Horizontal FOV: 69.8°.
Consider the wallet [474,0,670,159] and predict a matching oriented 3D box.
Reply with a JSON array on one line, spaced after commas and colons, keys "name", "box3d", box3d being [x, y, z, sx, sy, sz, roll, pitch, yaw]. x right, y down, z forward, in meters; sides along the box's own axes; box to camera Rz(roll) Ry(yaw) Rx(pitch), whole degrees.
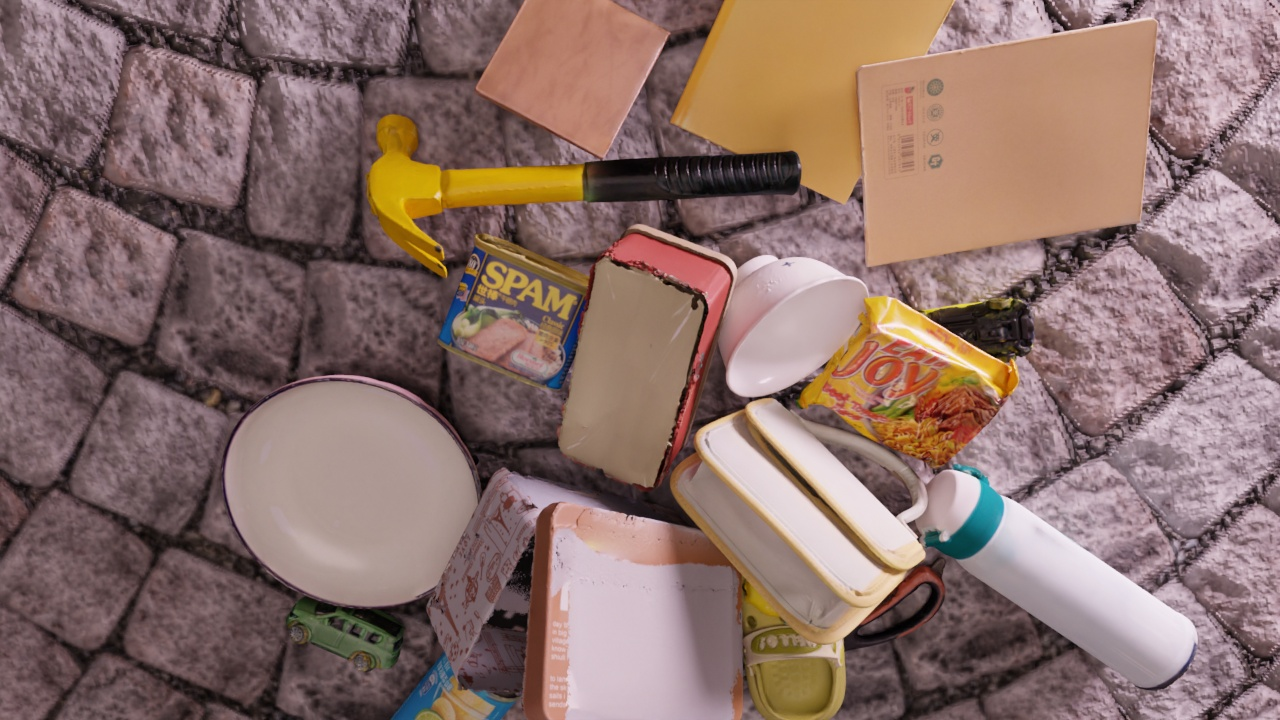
[{"name": "wallet", "box3d": [-0.046, -0.207, 0.637, 0.101, 0.020, 0.115, 28, 74, -5]}]

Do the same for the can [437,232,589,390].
[{"name": "can", "box3d": [-0.086, -0.034, 0.668, 0.102, 0.057, 0.083, 23, 100, -4]}]

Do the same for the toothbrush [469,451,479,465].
[{"name": "toothbrush", "box3d": [-0.218, 0.078, 0.708, 0.189, 0.016, 0.014, -2, 108, 2]}]

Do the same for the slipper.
[{"name": "slipper", "box3d": [0.114, 0.200, 0.683, 0.091, 0.081, 0.190, -10, 103, 2]}]

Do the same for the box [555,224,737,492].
[{"name": "box", "box3d": [-0.003, 0.004, 0.626, 0.091, 0.078, 0.169, 22, 124, 13]}]

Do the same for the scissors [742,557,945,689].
[{"name": "scissors", "box3d": [0.145, 0.215, 0.734, 0.189, 0.015, 0.225, 3, 100, -2]}]

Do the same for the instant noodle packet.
[{"name": "instant noodle packet", "box3d": [0.193, 0.019, 0.668, 0.128, 0.044, 0.111, 26, 128, -7]}]

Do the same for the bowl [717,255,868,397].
[{"name": "bowl", "box3d": [0.096, -0.036, 0.659, 0.118, 0.118, 0.064, -37, 59, 5]}]

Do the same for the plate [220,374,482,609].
[{"name": "plate", "box3d": [-0.210, 0.095, 0.684, 0.192, 0.039, 0.193, 1, 111, 2]}]

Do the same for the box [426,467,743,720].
[{"name": "box", "box3d": [-0.016, 0.173, 0.615, 0.181, 0.166, 0.150, 19, 104, -36]}]

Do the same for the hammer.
[{"name": "hammer", "box3d": [-0.038, -0.124, 0.641, 0.300, 0.033, 0.128, -4, 59, -5]}]

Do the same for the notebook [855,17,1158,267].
[{"name": "notebook", "box3d": [0.261, -0.153, 0.660, 0.207, 0.008, 0.148, -9, 115, 1]}]

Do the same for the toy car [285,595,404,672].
[{"name": "toy car", "box3d": [-0.228, 0.208, 0.712, 0.091, 0.043, 0.036, 22, 101, -6]}]

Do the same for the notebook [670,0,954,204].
[{"name": "notebook", "box3d": [0.128, -0.230, 0.637, 0.146, 0.010, 0.207, 24, 112, -4]}]

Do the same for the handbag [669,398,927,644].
[{"name": "handbag", "box3d": [0.132, 0.092, 0.656, 0.163, 0.178, 0.063, 46, 136, 20]}]

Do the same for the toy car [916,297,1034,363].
[{"name": "toy car", "box3d": [0.238, -0.020, 0.688, 0.105, 0.032, 0.048, -9, 103, 12]}]

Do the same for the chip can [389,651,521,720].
[{"name": "chip can", "box3d": [-0.180, 0.315, 0.716, 0.071, 0.071, 0.210, 38, 97, -7]}]

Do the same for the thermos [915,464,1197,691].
[{"name": "thermos", "box3d": [0.313, 0.162, 0.703, 0.224, 0.073, 0.073, 34, 97, -6]}]

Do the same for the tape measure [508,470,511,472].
[{"name": "tape measure", "box3d": [-0.099, 0.119, 0.687, 0.033, 0.066, 0.066, 10, 114, -5]}]
